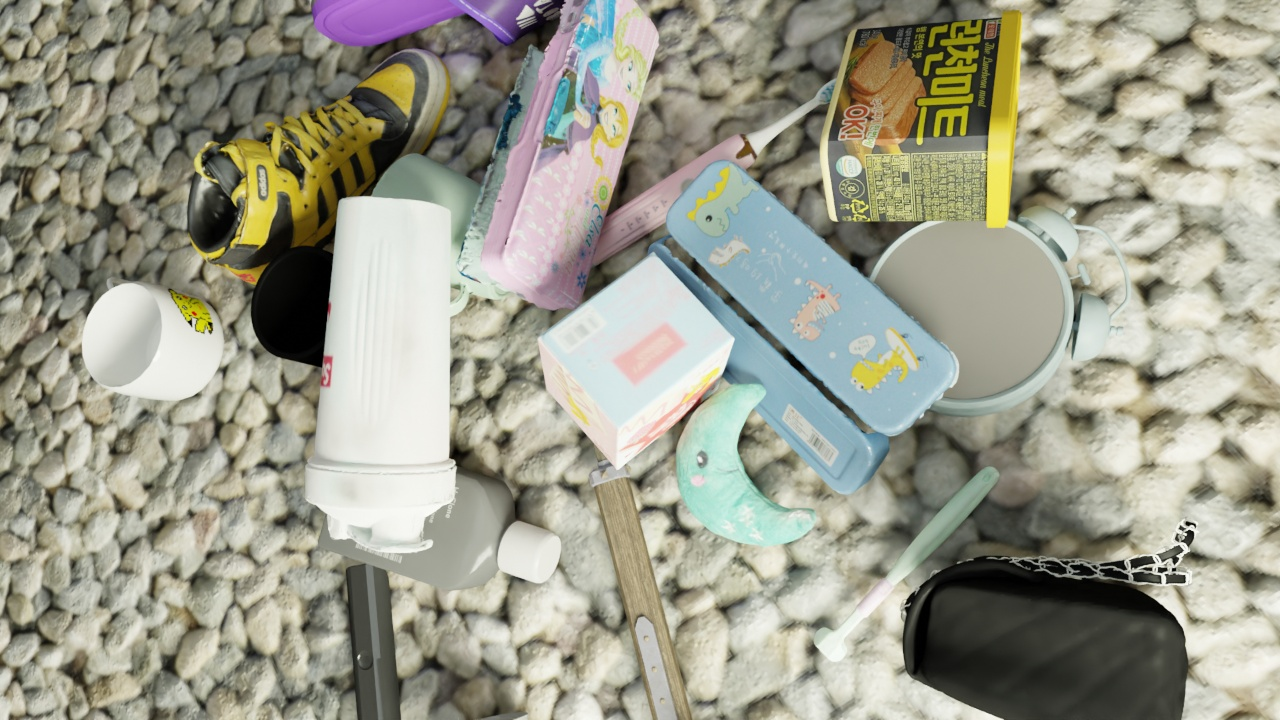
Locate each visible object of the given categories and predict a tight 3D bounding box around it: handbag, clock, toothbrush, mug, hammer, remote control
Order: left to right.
[{"bbox_3d":[-0.410,-0.023,0.769,0.094,0.068,0.115,-39,70,10],"label":"mug"},{"bbox_3d":[-0.214,-0.019,0.680,0.082,0.098,0.118,-37,71,11],"label":"mug"},{"bbox_3d":[-0.198,0.225,0.678,0.033,0.015,0.146,-13,77,18],"label":"remote control"},{"bbox_3d":[-0.143,-0.081,0.668,0.104,0.084,0.111,28,69,12],"label":"mug"},{"bbox_3d":[-0.012,0.130,0.619,0.147,0.028,0.316,-20,75,15],"label":"hammer"},{"bbox_3d":[0.048,-0.132,0.641,0.223,0.026,0.027,-31,113,13],"label":"toothbrush"},{"bbox_3d":[0.164,0.124,0.562,0.022,0.015,0.155,43,96,19],"label":"toothbrush"},{"bbox_3d":[0.209,-0.032,0.556,0.159,0.045,0.122,-20,75,18],"label":"clock"},{"bbox_3d":[0.206,0.126,0.474,0.125,0.153,0.114,8,87,26],"label":"handbag"}]

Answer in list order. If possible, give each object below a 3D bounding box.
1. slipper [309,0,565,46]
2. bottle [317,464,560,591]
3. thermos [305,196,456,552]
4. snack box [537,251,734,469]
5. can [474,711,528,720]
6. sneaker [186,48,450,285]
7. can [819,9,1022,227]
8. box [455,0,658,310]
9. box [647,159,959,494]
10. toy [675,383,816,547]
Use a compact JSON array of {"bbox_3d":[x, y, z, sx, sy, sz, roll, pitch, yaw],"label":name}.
[{"bbox_3d":[-0.121,-0.272,0.688,0.267,0.107,0.084,-14,86,18],"label":"slipper"},{"bbox_3d":[-0.141,0.117,0.658,0.174,0.046,0.083,13,86,22],"label":"bottle"},{"bbox_3d":[-0.165,0.009,0.601,0.099,0.099,0.220,2,88,20],"label":"thermos"},{"bbox_3d":[-0.003,0.003,0.584,0.093,0.095,0.079,-38,75,-15],"label":"snack box"},{"bbox_3d":[-0.093,0.304,0.596,0.070,0.070,0.132,-16,76,17],"label":"can"},{"bbox_3d":[-0.254,-0.159,0.707,0.086,0.122,0.239,39,96,20],"label":"sneaker"},{"bbox_3d":[0.171,-0.144,0.553,0.101,0.072,0.130,4,53,23],"label":"can"},{"bbox_3d":[-0.058,-0.151,0.637,0.071,0.084,0.230,5,72,35],"label":"box"},{"bbox_3d":[0.084,-0.022,0.571,0.209,0.043,0.125,47,128,23],"label":"box"},{"bbox_3d":[0.060,0.072,0.590,0.085,0.033,0.105,-25,84,33],"label":"toy"}]
